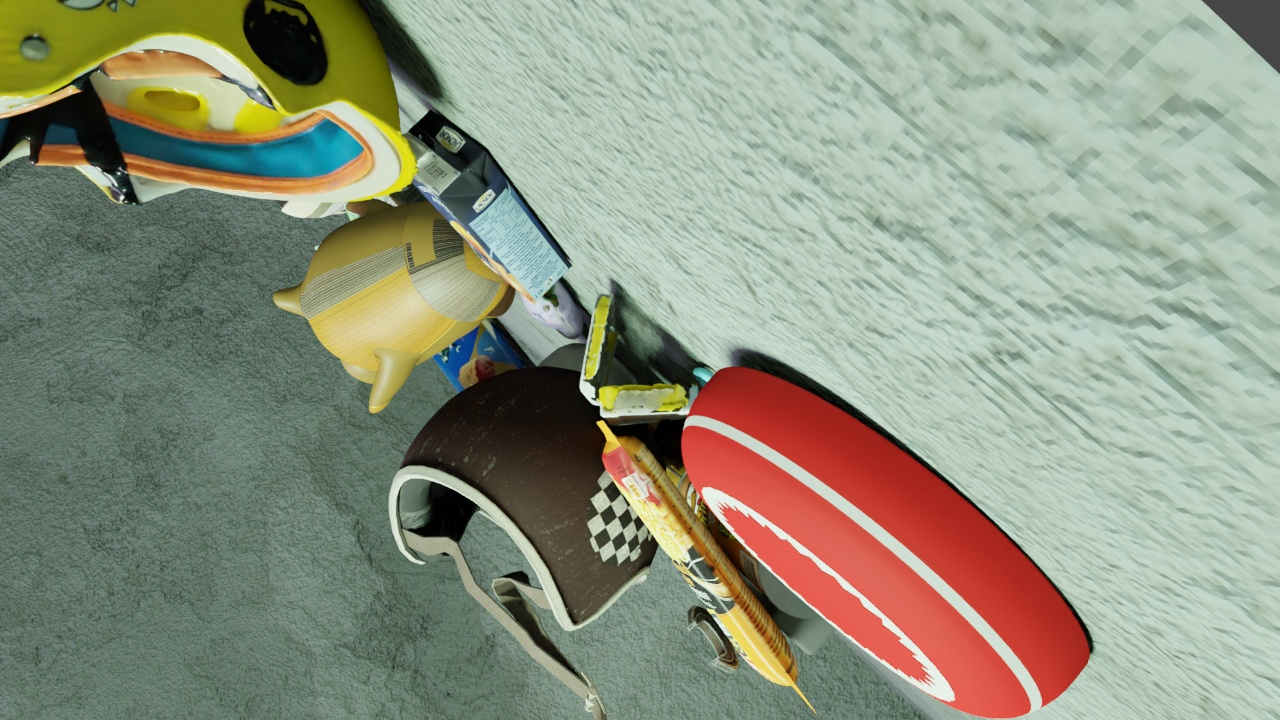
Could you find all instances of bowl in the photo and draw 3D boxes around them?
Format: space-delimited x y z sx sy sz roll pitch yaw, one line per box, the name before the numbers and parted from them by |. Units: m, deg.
bowl | -0.046 0.024 0.944 0.113 0.063 0.113 42 175 5

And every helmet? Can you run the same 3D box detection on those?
helmet | -0.089 0.133 0.783 0.234 0.252 0.234 12 129 34
helmet | -0.226 -0.156 0.430 0.210 0.139 0.239 -5 179 45

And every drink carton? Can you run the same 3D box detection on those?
drink carton | -0.098 -0.094 0.581 0.064 0.040 0.130 39 173 32

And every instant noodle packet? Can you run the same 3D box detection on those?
instant noodle packet | 0.036 0.131 0.635 0.221 0.032 0.160 54 174 1

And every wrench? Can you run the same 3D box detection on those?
wrench | 0.085 0.196 0.795 0.070 0.010 0.272 48 -164 6

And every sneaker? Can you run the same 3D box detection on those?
sneaker | -0.322 -0.197 1.028 0.116 0.112 0.294 25 -175 -19

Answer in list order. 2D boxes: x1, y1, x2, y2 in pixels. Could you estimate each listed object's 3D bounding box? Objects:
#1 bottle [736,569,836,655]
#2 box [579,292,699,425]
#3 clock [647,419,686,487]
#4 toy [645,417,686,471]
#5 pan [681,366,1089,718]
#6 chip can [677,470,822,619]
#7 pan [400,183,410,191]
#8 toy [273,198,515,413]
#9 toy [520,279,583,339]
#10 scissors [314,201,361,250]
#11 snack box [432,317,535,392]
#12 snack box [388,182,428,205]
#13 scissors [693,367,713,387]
bottle | 0.125 0.171 0.762 0.046 0.083 0.174 44 175 -8
box | 0.003 0.012 0.636 0.080 0.079 0.209 13 175 2
clock | 0.040 0.109 0.973 0.113 0.052 0.152 40 -176 15
toy | 0.015 0.075 0.880 0.100 0.062 0.076 24 -171 12
pan | 0.141 0.130 0.482 0.209 0.067 0.356 29 163 49
chip can | 0.090 0.125 0.699 0.075 0.075 0.215 44 174 -11
pan | -0.255 -0.243 0.552 0.355 0.044 0.204 47 173 -34
toy | -0.190 -0.068 0.793 0.162 0.204 0.198 6 -109 -50
toy | -0.081 -0.054 0.768 0.080 0.036 0.100 49 177 18
scissors | -0.273 -0.119 0.907 0.139 0.028 0.171 34 145 3
snack box | -0.170 -0.010 0.971 0.202 0.069 0.155 49 177 25
snack box | -0.204 -0.144 0.918 0.181 0.045 0.121 50 175 -27
scissors | 0.073 0.038 0.524 0.136 0.015 0.135 36 165 44
